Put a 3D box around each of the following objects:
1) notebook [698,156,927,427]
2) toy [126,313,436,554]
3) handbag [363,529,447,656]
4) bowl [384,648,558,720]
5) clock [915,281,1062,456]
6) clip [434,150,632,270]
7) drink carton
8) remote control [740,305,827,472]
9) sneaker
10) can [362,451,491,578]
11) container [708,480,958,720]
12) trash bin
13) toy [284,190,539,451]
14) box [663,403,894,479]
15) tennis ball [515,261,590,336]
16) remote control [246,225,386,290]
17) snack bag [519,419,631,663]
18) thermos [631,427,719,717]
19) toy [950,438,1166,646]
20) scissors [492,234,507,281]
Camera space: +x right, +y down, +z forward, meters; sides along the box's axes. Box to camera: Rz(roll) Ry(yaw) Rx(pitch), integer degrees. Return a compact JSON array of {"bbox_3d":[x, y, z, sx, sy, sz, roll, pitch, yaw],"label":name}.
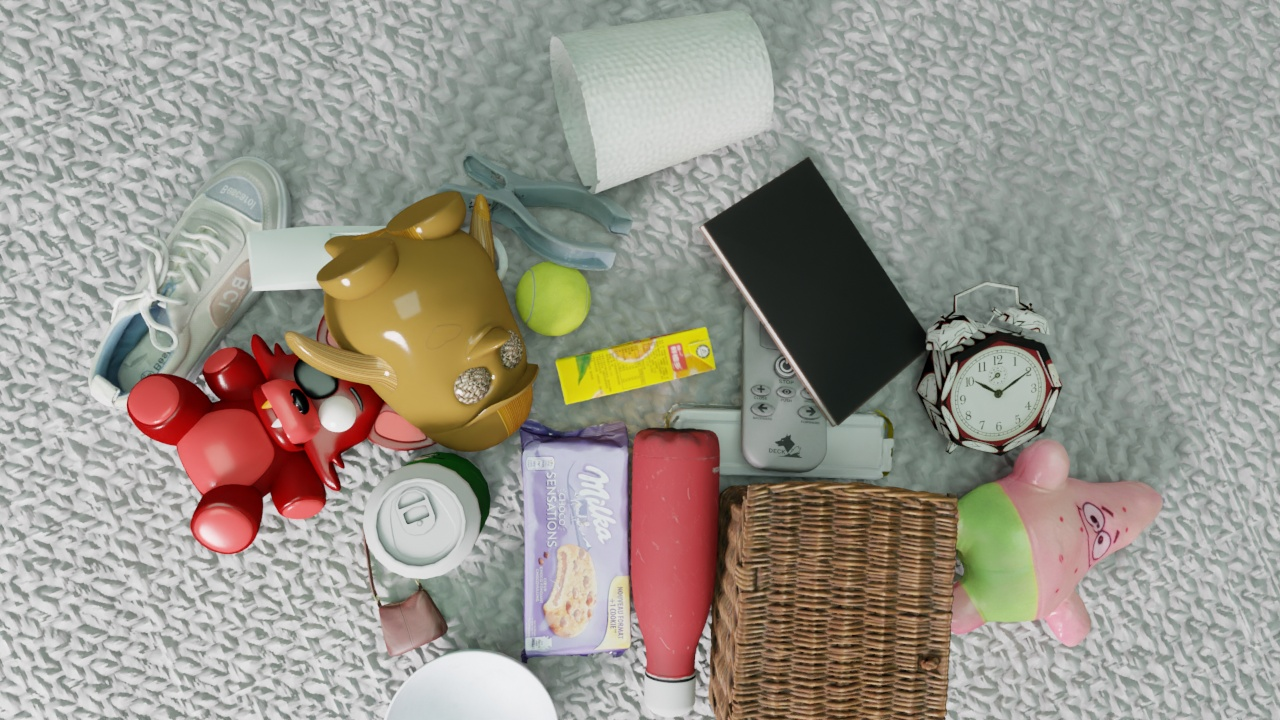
[{"bbox_3d":[0.161,-0.065,0.821,0.141,0.008,0.209,-35,92,-26],"label":"notebook"},{"bbox_3d":[-0.292,0.049,0.759,0.197,0.121,0.158,-29,88,-13],"label":"toy"},{"bbox_3d":[-0.216,0.194,0.806,0.055,0.029,0.119,-23,86,-3],"label":"handbag"},{"bbox_3d":[-0.141,0.309,0.784,0.144,0.074,0.144,0,89,-5],"label":"bowl"},{"bbox_3d":[0.309,0.003,0.826,0.114,0.065,0.155,-8,105,-4],"label":"clock"},{"bbox_3d":[-0.097,-0.116,0.781,0.167,0.028,0.127,19,46,0],"label":"clip"},{"bbox_3d":[-0.005,0.005,0.806,0.134,0.058,0.043,-13,92,-5],"label":"drink carton"},{"bbox_3d":[0.127,0.024,0.813,0.074,0.019,0.151,4,70,-4],"label":"remote control"},{"bbox_3d":[-0.373,-0.063,0.762,0.089,0.091,0.242,29,86,-3],"label":"sneaker"},{"bbox_3d":[-0.170,0.122,0.750,0.088,0.140,0.088,0,89,-5],"label":"can"},{"bbox_3d":[0.139,0.214,0.752,0.162,0.183,0.250,4,90,-5],"label":"container"},{"bbox_3d":[0.019,-0.227,0.780,0.161,0.133,0.133,-17,91,-10],"label":"trash bin"},{"bbox_3d":[-0.157,-0.014,0.735,0.198,0.163,0.203,-44,122,-30],"label":"toy"},{"bbox_3d":[0.125,0.073,0.830,0.209,0.033,0.064,2,91,-4],"label":"box"},{"bbox_3d":[-0.076,-0.054,0.798,0.065,0.065,0.065,0,89,-5],"label":"tennis ball"},{"bbox_3d":[-0.253,-0.089,0.776,0.143,0.024,0.049,-5,74,-26],"label":"remote control"},{"bbox_3d":[-0.058,0.155,0.802,0.096,0.058,0.205,0,87,-8],"label":"snack bag"},{"bbox_3d":[0.028,0.177,0.772,0.073,0.073,0.240,1,90,-5],"label":"thermos"},{"bbox_3d":[0.369,0.159,0.821,0.236,0.097,0.192,-16,99,-12],"label":"toy"},{"bbox_3d":[-0.132,-0.053,0.801,0.097,0.012,0.133,-29,91,30],"label":"scissors"}]
